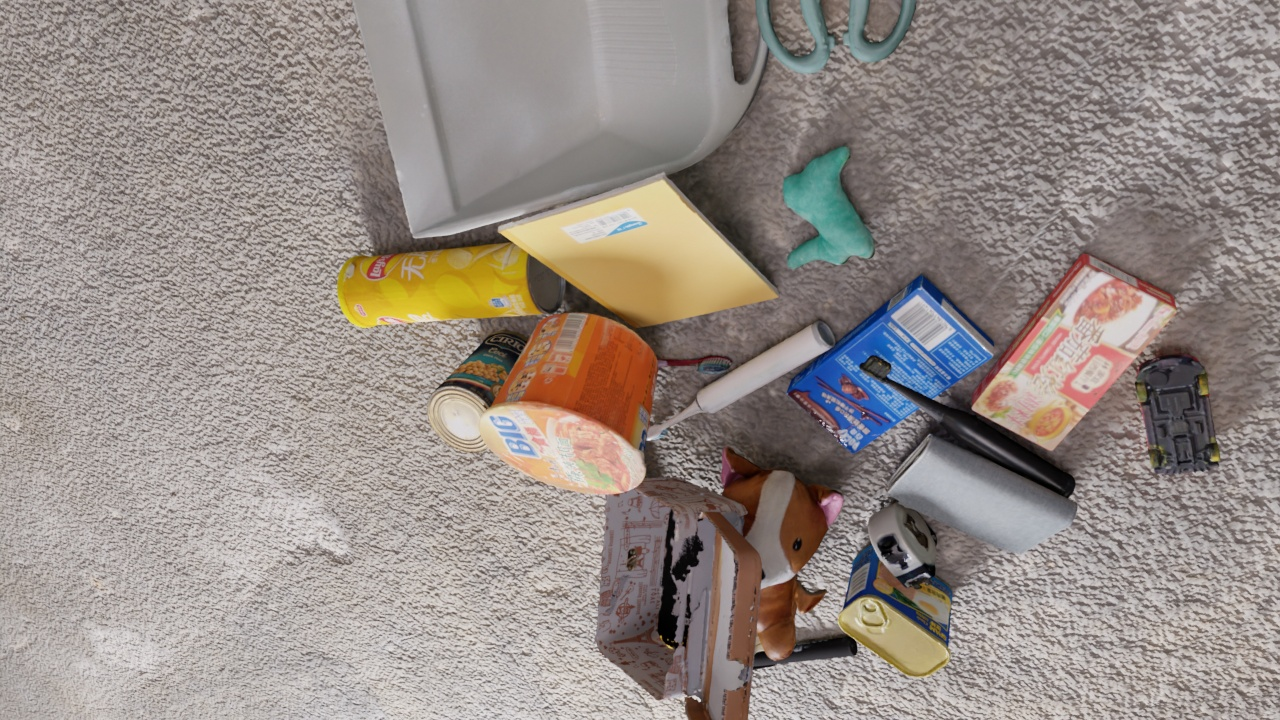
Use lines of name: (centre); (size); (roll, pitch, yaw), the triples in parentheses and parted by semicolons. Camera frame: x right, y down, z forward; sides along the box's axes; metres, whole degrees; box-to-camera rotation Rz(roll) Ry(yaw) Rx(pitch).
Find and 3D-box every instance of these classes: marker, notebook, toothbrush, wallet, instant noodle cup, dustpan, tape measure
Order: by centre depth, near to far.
dustpan: (-0.040, -0.218, 0.640); (0.143, 0.257, 0.223); (19, 129, 40)
notebook: (0.006, -0.078, 0.737); (0.146, 0.010, 0.206); (-12, 155, 29)
toothbrush: (0.269, 0.055, 0.757); (0.212, 0.026, 0.027); (31, 128, -10)
wallet: (0.289, 0.116, 0.792); (0.130, 0.036, 0.107); (26, 151, 7)
instant noodle cup: (-0.054, 0.035, 0.819); (0.151, 0.111, 0.152); (13, 148, 8)
tape measure: (0.239, 0.164, 0.834); (0.034, 0.065, 0.066); (-37, 103, 31)
toothbrush: (0.081, 0.027, 0.840); (0.222, 0.026, 0.026); (-33, 148, 34)
toothbrush: (-0.005, 0.005, 0.869); (0.188, 0.017, 0.016); (0, 119, 22)
marker: (0.170, 0.315, 0.985); (0.132, 0.020, 0.022); (-20, 100, 32)

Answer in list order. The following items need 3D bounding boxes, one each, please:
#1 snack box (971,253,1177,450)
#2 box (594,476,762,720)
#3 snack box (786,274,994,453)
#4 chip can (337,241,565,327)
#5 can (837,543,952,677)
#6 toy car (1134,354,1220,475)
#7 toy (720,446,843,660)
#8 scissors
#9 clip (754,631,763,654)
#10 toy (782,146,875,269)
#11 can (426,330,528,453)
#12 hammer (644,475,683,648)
snack box: (0.333, -0.003, 0.716); (0.075, 0.025, 0.153); (29, 126, 5)
box: (0.046, 0.212, 0.784); (0.261, 0.102, 0.178); (13, 100, 61)
snack box: (0.207, 0.007, 0.775); (0.084, 0.026, 0.158); (41, 127, -7)
chip can: (-0.179, -0.071, 0.863); (0.214, 0.071, 0.072); (-2, 119, 23)
can: (0.243, 0.232, 0.864); (0.102, 0.083, 0.057); (35, 126, 0)
toy car: (0.413, 0.041, 0.706); (0.049, 0.031, 0.106); (-12, 116, 28)
toy: (0.112, 0.185, 0.873); (0.140, 0.130, 0.200); (19, 116, 8)
scissors: (0.111, -0.283, 0.634); (0.130, 0.019, 0.185); (-23, 109, 22)
clip: (0.123, 0.288, 0.951); (0.096, 0.101, 0.035); (-14, 115, -1)
toy: (0.145, -0.112, 0.727); (0.097, 0.030, 0.092); (-27, 105, 39)
can: (-0.147, 0.030, 0.886); (0.075, 0.110, 0.075); (11, 123, 17)
hammer: (0.006, 0.180, 0.955); (0.129, 0.032, 0.301); (2, 118, 34)
